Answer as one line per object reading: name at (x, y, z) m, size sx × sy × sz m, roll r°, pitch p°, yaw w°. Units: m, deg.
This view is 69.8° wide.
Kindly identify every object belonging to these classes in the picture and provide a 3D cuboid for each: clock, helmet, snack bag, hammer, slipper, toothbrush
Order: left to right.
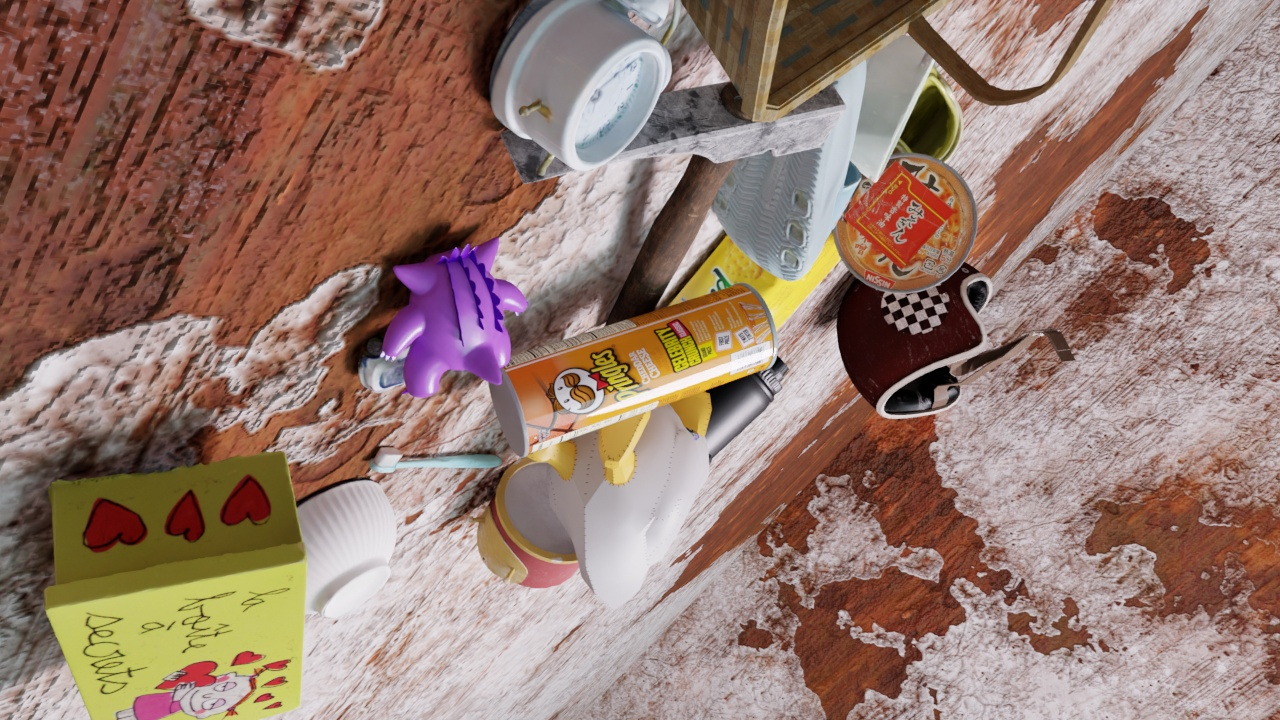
toothbrush at (-0.161, 0.082, 0.755) m, size 0.016 × 0.016 × 0.180 m, roll -55°, pitch 159°, yaw 7°
clock at (-0.088, 0.162, 0.920) m, size 0.158 × 0.117 × 0.081 m, roll -15°, pitch 151°, yaw -41°
clock at (-0.021, -0.152, 0.467) m, size 0.117 × 0.057 × 0.083 m, roll -47°, pitch 163°, yaw -13°
hammer at (-0.011, -0.078, 0.652) m, size 0.217 × 0.037 × 0.301 m, roll -17°, pitch 160°, yaw -24°
snack bag at (0.107, -0.066, 0.895) m, size 0.248 × 0.068 × 0.159 m, roll -50°, pitch 159°, yaw 18°
slipper at (0.122, -0.154, 0.687) m, size 0.074 × 0.104 × 0.246 m, roll -31°, pitch 154°, yaw -23°
slipper at (0.269, -0.224, 0.864) m, size 0.092 × 0.081 × 0.190 m, roll -50°, pitch 158°, yaw 14°
helmet at (0.396, -0.031, 1.266) m, size 0.234 × 0.253 × 0.233 m, roll -17°, pitch 154°, yaw 0°

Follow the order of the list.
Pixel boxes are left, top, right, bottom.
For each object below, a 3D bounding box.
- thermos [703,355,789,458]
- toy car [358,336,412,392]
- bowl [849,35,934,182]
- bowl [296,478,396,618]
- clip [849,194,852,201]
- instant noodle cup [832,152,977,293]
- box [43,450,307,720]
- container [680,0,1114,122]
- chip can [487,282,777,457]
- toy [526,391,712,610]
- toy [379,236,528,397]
thermos at (0.087, 0.058, 1.098) m, size 0.198 × 0.086 × 0.086 m, roll -43°, pitch 162°, yaw -1°
toy car at (-0.138, -0.008, 0.586) m, size 0.089 × 0.027 × 0.039 m, roll -32°, pitch 157°, yaw -29°
bowl at (0.187, -0.208, 0.734) m, size 0.117 × 0.061 × 0.117 m, roll -61°, pitch 169°, yaw -21°
bowl at (-0.230, 0.152, 0.693) m, size 0.118 × 0.062 × 0.118 m, roll -38°, pitch 161°, yaw -16°
clip at (0.122, -0.153, 0.762) m, size 0.046 × 0.102 × 0.056 m, roll -35°, pitch 117°, yaw -41°
instant noodle cup at (0.250, -0.126, 0.870) m, size 0.124 × 0.123 × 0.121 m, roll -48°, pitch 171°, yaw 15°
box at (-0.265, 0.149, 0.541) m, size 0.124 × 0.082 × 0.222 m, roll -6°, pitch 146°, yaw -29°
container at (0.152, -0.223, 0.455) m, size 0.249 × 0.186 × 0.158 m, roll -37°, pitch 161°, yaw -17°
chip can at (-0.004, 0.004, 0.711) m, size 0.214 × 0.075 × 0.075 m, roll -19°, pitch 153°, yaw -20°
toy at (-0.005, 0.106, 0.859) m, size 0.267 × 0.141 × 0.246 m, roll 46°, pitch 51°, yaw -57°
toy at (-0.107, -0.026, 0.547) m, size 0.105 × 0.056 × 0.088 m, roll -24°, pitch 114°, yaw -38°
